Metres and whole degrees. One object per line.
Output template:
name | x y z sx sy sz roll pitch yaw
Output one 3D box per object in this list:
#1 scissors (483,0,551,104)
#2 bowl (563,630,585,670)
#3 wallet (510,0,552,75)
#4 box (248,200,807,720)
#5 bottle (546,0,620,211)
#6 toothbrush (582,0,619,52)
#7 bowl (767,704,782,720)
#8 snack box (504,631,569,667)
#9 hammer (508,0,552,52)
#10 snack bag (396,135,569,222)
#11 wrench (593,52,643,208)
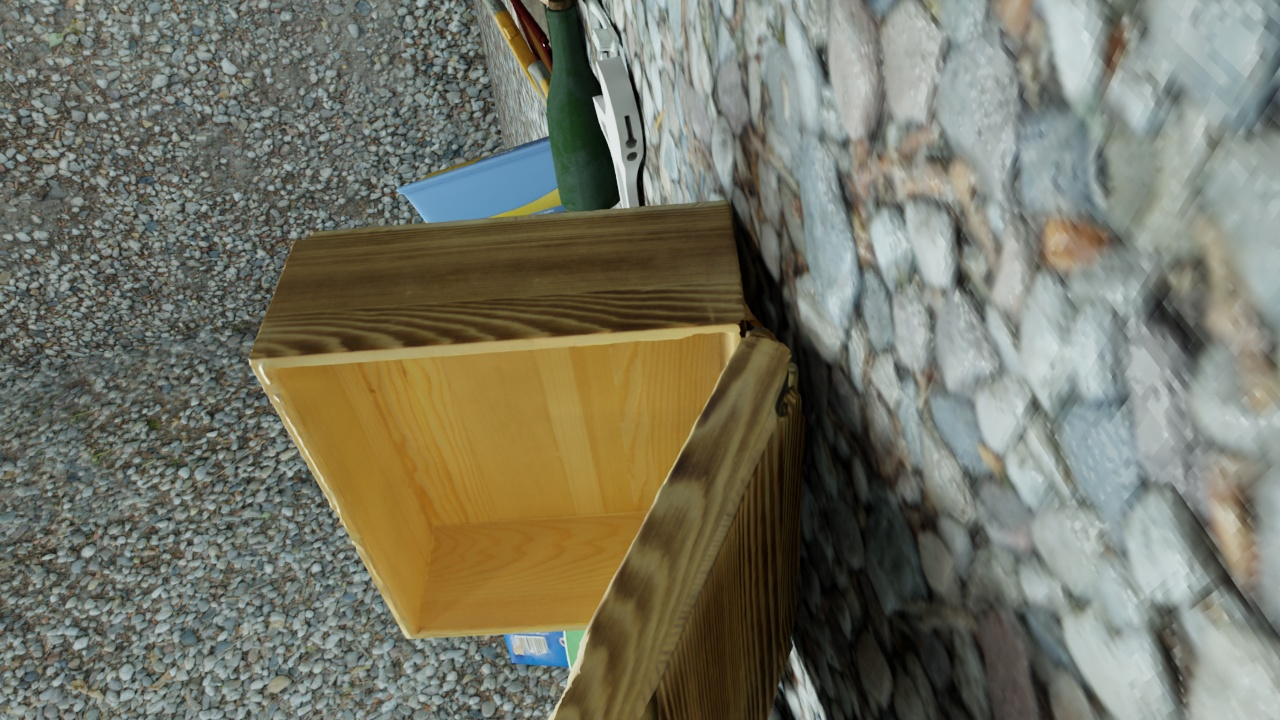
scissors | -0.089 -0.252 0.854 0.216 0.016 0.225 59 -179 7
bowl | 0.001 0.235 0.772 0.151 0.076 0.151 9 101 56
wallet | -0.086 -0.276 0.836 0.091 0.018 0.115 58 -179 30
box | -0.022 0.127 0.458 0.322 0.284 0.280 -94 -3 -45
bottle | -0.051 -0.204 0.735 0.055 0.055 0.174 -112 10 -48
toothbrush | -0.046 -0.282 0.697 0.012 0.017 0.186 103 156 -43
bowl | 0.057 0.282 0.669 0.065 0.116 0.116 -72 -19 -44
snack box | -0.041 0.212 0.879 0.069 0.203 0.155 -44 -55 -61
hammer | -0.103 -0.367 0.893 0.300 0.037 0.158 -119 16 -64
snack bag | -0.140 -0.172 0.941 0.205 0.159 0.102 25 -130 -82
wrench | -0.003 -0.104 0.723 0.086 0.018 0.274 -114 11 -54
